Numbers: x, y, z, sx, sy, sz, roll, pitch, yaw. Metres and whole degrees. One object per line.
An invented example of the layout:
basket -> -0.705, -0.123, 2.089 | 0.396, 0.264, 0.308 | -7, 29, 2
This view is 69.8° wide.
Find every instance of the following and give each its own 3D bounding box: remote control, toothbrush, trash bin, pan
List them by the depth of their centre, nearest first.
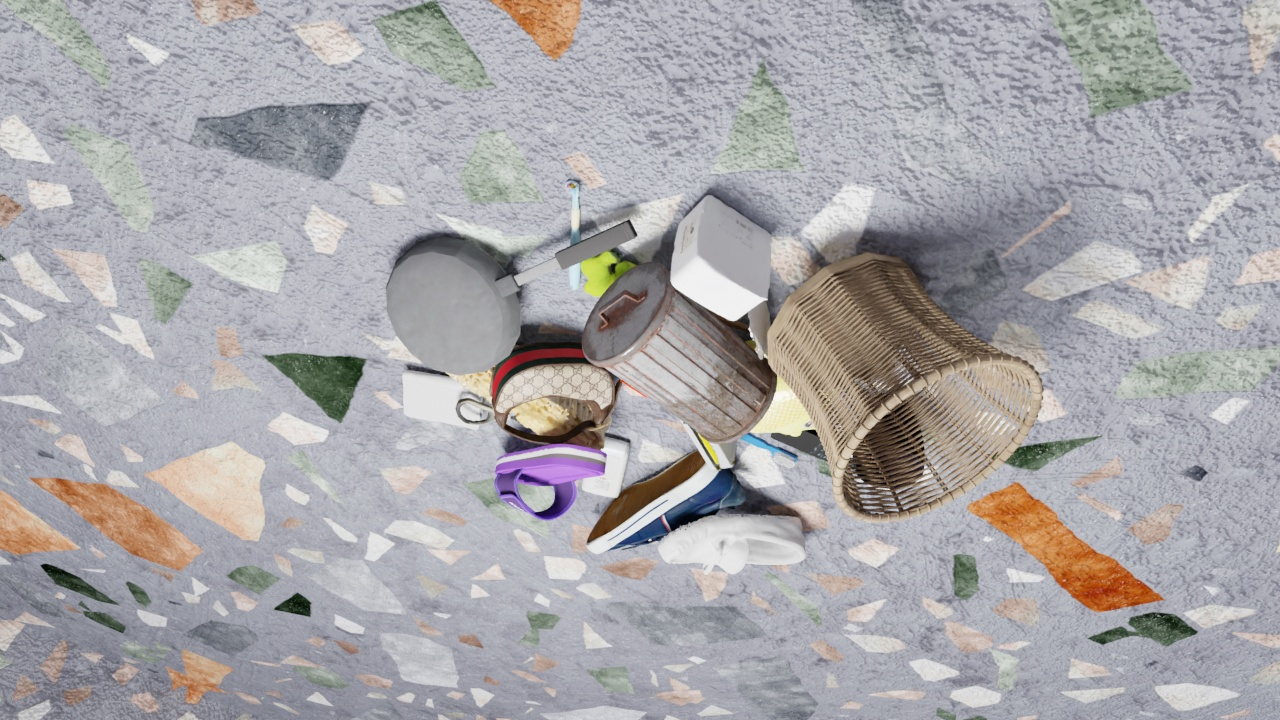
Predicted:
trash bin -> 0.041, -0.008, 1.033 | 0.131, 0.130, 0.211 | -27, 130, 36
toothbrush -> -0.076, -0.139, 1.052 | 0.022, 0.016, 0.155 | 38, 146, 28
pan -> -0.159, -0.087, 1.073 | 0.358, 0.041, 0.178 | -20, 106, 27
toothbrush -> 0.103, -0.048, 1.092 | 0.167, 0.016, 0.016 | 18, 159, 7
remote control -> 0.251, 0.116, 1.244 | 0.152, 0.020, 0.041 | 23, 137, -11
toothbrush -> 0.144, 0.108, 1.266 | 0.166, 0.014, 0.016 | 26, 137, -13
remote control -> -0.053, 0.159, 1.365 | 0.060, 0.025, 0.139 | 13, 140, 1

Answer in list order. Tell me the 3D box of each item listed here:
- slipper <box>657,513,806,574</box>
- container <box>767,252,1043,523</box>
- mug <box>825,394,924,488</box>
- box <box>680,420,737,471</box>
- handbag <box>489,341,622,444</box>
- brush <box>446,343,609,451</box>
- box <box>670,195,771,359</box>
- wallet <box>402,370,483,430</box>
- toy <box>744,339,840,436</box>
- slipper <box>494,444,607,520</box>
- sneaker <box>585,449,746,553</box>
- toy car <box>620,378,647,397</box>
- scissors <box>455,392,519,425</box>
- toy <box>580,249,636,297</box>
slipper -> 0.137, 0.270, 1.334 | 0.246, 0.074, 0.112 | 5, 129, -29
container -> 0.257, 0.021, 0.955 | 0.226, 0.196, 0.227 | -14, 136, -14
mug -> 0.293, 0.095, 1.148 | 0.119, 0.100, 0.085 | 1, 137, 14
box -> 0.074, 0.059, 1.187 | 0.033, 0.064, 0.209 | -9, 131, 28
handbag -> -0.109, 0.047, 1.181 | 0.166, 0.063, 0.139 | -2, 127, -18
brush -> -0.153, 0.042, 1.239 | 0.271, 0.056, 0.083 | 38, 132, -25
box -> 0.112, -0.086, 0.997 | 0.083, 0.110, 0.190 | -21, 131, 35
wallet -> -0.279, 0.051, 1.306 | 0.116, 0.032, 0.086 | 13, 128, 0
toy -> 0.173, 0.033, 1.143 | 0.171, 0.064, 0.155 | -23, 111, 31
slipper -> -0.135, 0.180, 1.291 | 0.107, 0.084, 0.267 | 15, 162, -25
sneaker -> 0.042, 0.234, 1.367 | 0.295, 0.120, 0.127 | -33, 108, 36
toy car -> -0.007, 0.007, 1.167 | 0.100, 0.051, 0.049 | 33, 132, -21
scissors -> -0.188, 0.083, 1.301 | 0.131, 0.012, 0.170 | -32, 121, -6
toy -> -0.023, -0.089, 1.080 | 0.094, 0.036, 0.094 | 5, 131, 17
